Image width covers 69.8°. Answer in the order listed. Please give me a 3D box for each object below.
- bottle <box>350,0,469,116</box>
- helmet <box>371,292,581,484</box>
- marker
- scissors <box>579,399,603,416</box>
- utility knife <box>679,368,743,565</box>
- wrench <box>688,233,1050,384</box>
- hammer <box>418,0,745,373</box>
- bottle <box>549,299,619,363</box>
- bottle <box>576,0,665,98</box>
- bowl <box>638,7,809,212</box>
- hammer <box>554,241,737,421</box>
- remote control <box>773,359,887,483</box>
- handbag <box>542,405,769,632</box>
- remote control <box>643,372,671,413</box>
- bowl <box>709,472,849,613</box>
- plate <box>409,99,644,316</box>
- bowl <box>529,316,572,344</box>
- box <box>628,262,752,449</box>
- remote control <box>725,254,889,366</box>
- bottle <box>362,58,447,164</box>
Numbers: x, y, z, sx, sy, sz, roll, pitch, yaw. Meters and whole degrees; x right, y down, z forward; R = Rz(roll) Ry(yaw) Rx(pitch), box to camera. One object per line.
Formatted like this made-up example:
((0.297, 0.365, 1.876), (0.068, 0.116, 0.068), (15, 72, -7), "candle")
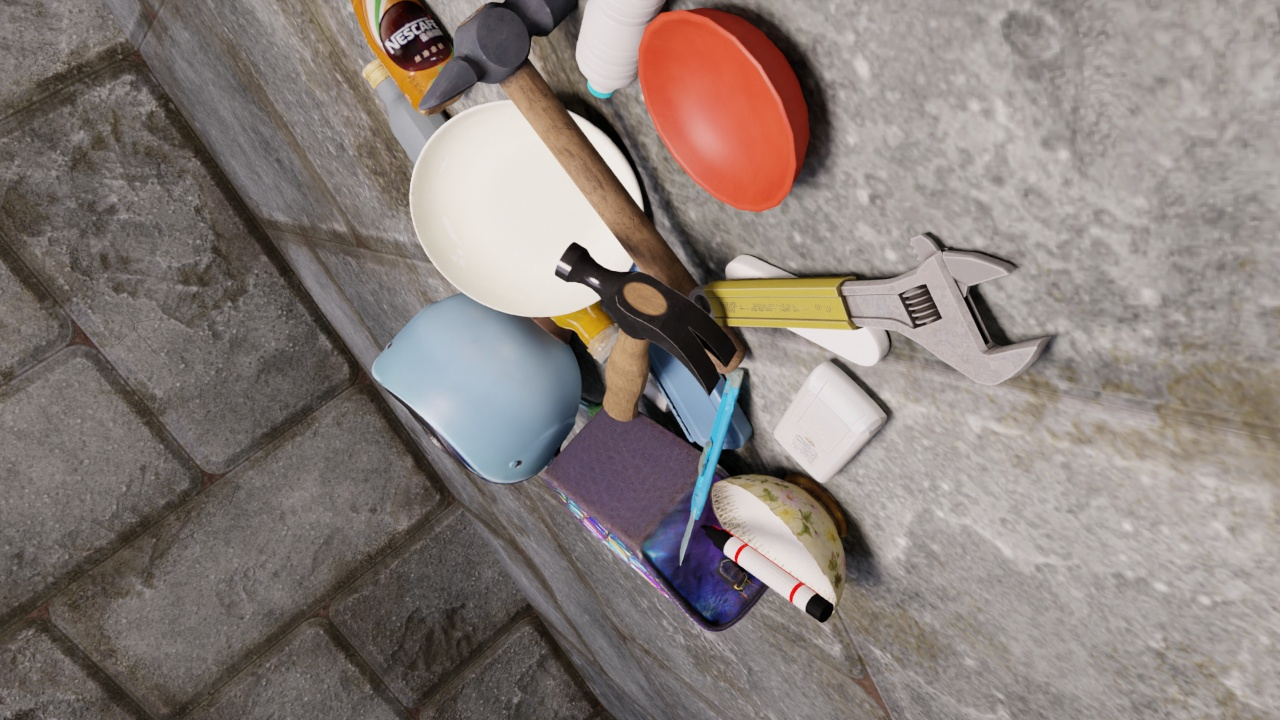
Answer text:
((-0.215, -0.295, 0.792), (0.167, 0.059, 0.059), (54, 160, -7), "bottle")
((-0.157, 0.019, 1.028), (0.225, 0.167, 0.265), (44, -175, 5), "helmet")
((0.103, 0.176, 0.786), (0.146, 0.019, 0.019), (30, 151, 43), "marker")
((-0.057, 0.061, 1.128), (0.174, 0.033, 0.065), (18, 145, 51), "scissors")
((0.058, 0.093, 0.790), (0.031, 0.015, 0.198), (-97, 18, -67), "utility knife")
((0.117, -0.031, 0.560), (0.274, 0.018, 0.083), (4, 118, 56), "wrench")
((-0.017, -0.106, 0.652), (0.040, 0.129, 0.322), (7, 142, 54), "hammer")
((-0.083, -0.078, 0.888), (0.186, 0.053, 0.053), (49, 160, 7), "bottle")
((-0.011, -0.201, 0.542), (0.044, 0.044, 0.136), (49, 160, 5), "bottle")
((0.052, -0.145, 0.515), (0.122, 0.035, 0.122), (43, 158, 22), "bowl")
((-0.004, 0.004, 0.752), (0.132, 0.040, 0.306), (31, 164, 5), "hammer")
((0.136, 0.049, 0.678), (0.060, 0.025, 0.139), (46, 161, 14), "remote control")
((0.027, 0.163, 0.950), (0.205, 0.125, 0.222), (30, 163, 45), "handbag")
((-0.015, 0.004, 0.938), (0.131, 0.012, 0.033), (44, 158, 19), "remote control")
((0.132, 0.144, 0.793), (0.145, 0.063, 0.145), (42, 157, 22), "bowl")
((-0.087, -0.120, 0.721), (0.034, 0.182, 0.182), (-82, -29, -55), "plate")
((-0.109, -0.068, 0.953), (0.119, 0.032, 0.119), (43, -177, -3), "bowl")
((0.016, -0.008, 0.819), (0.127, 0.039, 0.209), (14, 138, 60), "box")
((0.108, -0.035, 0.614), (0.136, 0.013, 0.043), (32, 152, 41), "remote control")
((-0.218, -0.230, 0.926), (0.161, 0.046, 0.072), (56, 159, -12), "bottle")
